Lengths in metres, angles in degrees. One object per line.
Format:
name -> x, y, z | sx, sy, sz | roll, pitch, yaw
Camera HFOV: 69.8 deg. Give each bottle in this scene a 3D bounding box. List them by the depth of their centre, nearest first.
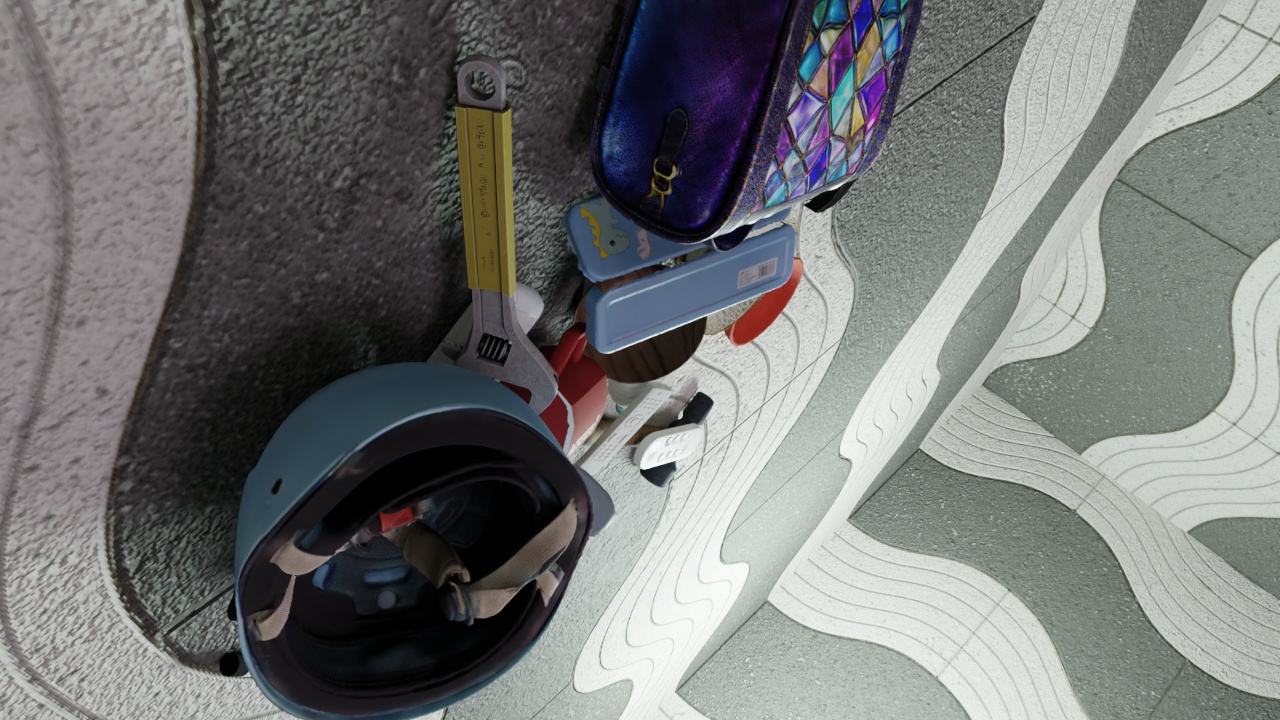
bottle -> -0.073, 0.130, 0.889 | 0.046, 0.072, 0.161 | -46, -173, -13
bottle -> -0.005, 0.005, 0.900 | 0.044, 0.044, 0.136 | -33, 152, -34

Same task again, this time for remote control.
remote control -> -0.128, -0.002, 0.691 | 0.138, 0.025, 0.060 | -51, 157, 10
remote control -> -0.020, 0.069, 0.916 | 0.131, 0.012, 0.033 | -48, 147, 22
remote control -> 0.034, 0.099, 1.070 | 0.136, 0.013, 0.043 | -6, 124, -58

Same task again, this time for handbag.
handbag -> 0.080, -0.178, 0.639 | 0.204, 0.125, 0.222 | -28, 142, -45

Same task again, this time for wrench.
wrench -> -0.093, -0.064, 0.594 | 0.018, 0.083, 0.274 | -82, 178, -49

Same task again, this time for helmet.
helmet -> -0.155, 0.117, 0.618 | 0.225, 0.167, 0.266 | 4, 117, -28

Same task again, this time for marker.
marker -> -0.307, 0.262, 0.792 | 0.019, 0.019, 0.145 | -48, 157, -3

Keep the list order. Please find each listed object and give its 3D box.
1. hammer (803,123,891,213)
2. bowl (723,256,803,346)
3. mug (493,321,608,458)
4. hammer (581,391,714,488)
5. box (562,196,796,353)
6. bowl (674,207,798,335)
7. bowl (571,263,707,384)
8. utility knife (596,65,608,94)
hammer -> 0.172, -0.238, 0.854 | 0.132, 0.040, 0.305 | -53, 157, 1
bowl -> 0.130, -0.074, 1.030 | 0.121, 0.035, 0.122 | -39, 155, -22
mug -> -0.073, 0.026, 0.734 | 0.096, 0.080, 0.116 | -45, 158, -70
hammer -> -0.011, 0.082, 1.028 | 0.129, 0.040, 0.321 | -57, 155, 9
box -> 0.041, -0.089, 0.735 | 0.208, 0.039, 0.127 | -22, 116, -28
bowl -> 0.079, -0.099, 0.862 | 0.145, 0.063, 0.145 | -39, 155, -22
bowl -> -0.003, -0.038, 0.806 | 0.119, 0.032, 0.119 | -6, 123, -9
utility knife -> 0.018, -0.181, 0.687 | 0.031, 0.015, 0.197 | -57, 156, 12
